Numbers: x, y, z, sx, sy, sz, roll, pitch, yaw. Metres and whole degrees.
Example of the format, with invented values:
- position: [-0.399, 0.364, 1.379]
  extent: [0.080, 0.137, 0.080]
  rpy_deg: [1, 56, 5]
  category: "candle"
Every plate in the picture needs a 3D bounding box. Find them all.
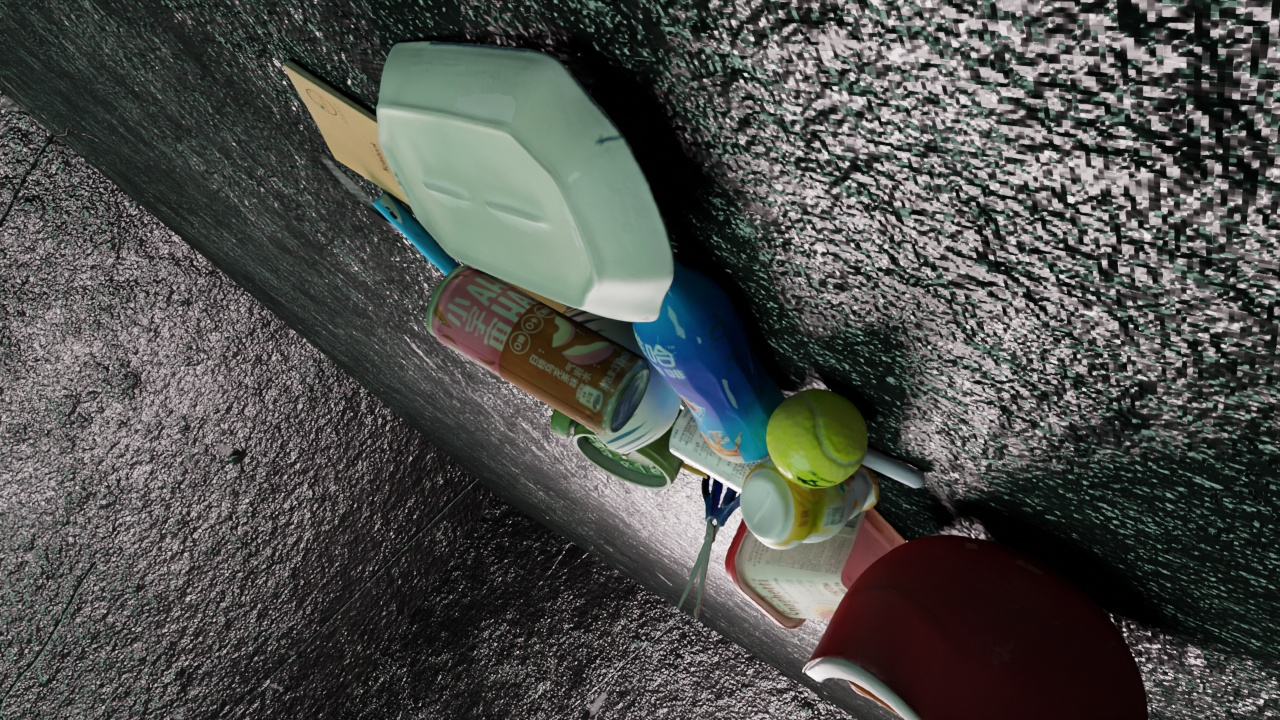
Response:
- position: [-0.083, -0.099, 0.530]
  extent: [0.266, 0.034, 0.162]
  rpy_deg: [25, 145, 47]
  category: "plate"

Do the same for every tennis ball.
- position: [0.116, 0.051, 0.605]
  extent: [0.065, 0.065, 0.065]
  rpy_deg: [33, 164, 10]
  category: "tennis ball"

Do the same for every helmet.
- position: [0.255, 0.208, 0.650]
  extent: [0.240, 0.143, 0.207]
  rpy_deg: [26, 169, -23]
  category: "helmet"

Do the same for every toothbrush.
- position: [0.124, 0.054, 0.687]
  extent: [0.189, 0.029, 0.021]
  rpy_deg: [23, 123, 35]
  category: "toothbrush"

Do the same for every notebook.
- position: [-0.186, -0.150, 0.749]
  extent: [0.207, 0.008, 0.148]
  rpy_deg: [33, 165, 8]
  category: "notebook"

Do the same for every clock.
- position: [-0.019, 0.062, 0.841]
  extent: [0.161, 0.056, 0.116]
  rpy_deg: [35, 155, -19]
  category: "clock"

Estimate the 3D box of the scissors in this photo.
- position: [0.068, 0.150, 0.861]
  extent: [0.012, 0.164, 0.160]
  rpy_deg: [22, -154, -19]
  category: "scissors"

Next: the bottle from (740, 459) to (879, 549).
- position: [0.125, 0.099, 0.665]
  extent: [0.108, 0.063, 0.063]
  rpy_deg: [-3, -169, -37]
  category: "bottle"

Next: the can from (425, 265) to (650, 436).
- position: [-0.068, -0.008, 0.609]
  extent: [0.147, 0.057, 0.058]
  rpy_deg: [28, 163, 16]
  category: "can"

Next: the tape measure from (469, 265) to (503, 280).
- position: [-0.102, -0.085, 0.687]
  extent: [0.058, 0.039, 0.057]
  rpy_deg: [3, 164, 20]
  category: "tape measure"

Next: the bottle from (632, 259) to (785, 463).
- position: [0.040, -0.008, 0.593]
  extent: [0.065, 0.065, 0.219]
  rpy_deg: [23, 160, 37]
  category: "bottle"

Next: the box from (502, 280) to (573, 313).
- position: [-0.098, -0.028, 0.805]
  extent: [0.090, 0.061, 0.184]
  rpy_deg: [32, 171, -11]
  category: "box"

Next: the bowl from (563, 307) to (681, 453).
- position: [-0.004, 0.004, 0.678]
  extent: [0.066, 0.116, 0.116]
  rpy_deg: [-23, 134, 20]
  category: "bowl"

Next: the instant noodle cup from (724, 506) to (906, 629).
- position: [0.160, 0.175, 0.816]
  extent: [0.116, 0.116, 0.124]
  rpy_deg: [43, 151, -27]
  category: "instant noodle cup"

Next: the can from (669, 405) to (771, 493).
- position: [0.097, 0.085, 0.760]
  extent: [0.147, 0.058, 0.058]
  rpy_deg: [28, 163, 22]
  category: "can"

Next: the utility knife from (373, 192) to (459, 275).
- position: [-0.180, -0.087, 0.870]
  extent: [0.188, 0.018, 0.034]
  rpy_deg: [47, -175, -25]
  category: "utility knife"

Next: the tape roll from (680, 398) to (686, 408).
- position: [0.013, 0.036, 0.843]
  extent: [0.086, 0.013, 0.086]
  rpy_deg: [23, 156, 11]
  category: "tape roll"
